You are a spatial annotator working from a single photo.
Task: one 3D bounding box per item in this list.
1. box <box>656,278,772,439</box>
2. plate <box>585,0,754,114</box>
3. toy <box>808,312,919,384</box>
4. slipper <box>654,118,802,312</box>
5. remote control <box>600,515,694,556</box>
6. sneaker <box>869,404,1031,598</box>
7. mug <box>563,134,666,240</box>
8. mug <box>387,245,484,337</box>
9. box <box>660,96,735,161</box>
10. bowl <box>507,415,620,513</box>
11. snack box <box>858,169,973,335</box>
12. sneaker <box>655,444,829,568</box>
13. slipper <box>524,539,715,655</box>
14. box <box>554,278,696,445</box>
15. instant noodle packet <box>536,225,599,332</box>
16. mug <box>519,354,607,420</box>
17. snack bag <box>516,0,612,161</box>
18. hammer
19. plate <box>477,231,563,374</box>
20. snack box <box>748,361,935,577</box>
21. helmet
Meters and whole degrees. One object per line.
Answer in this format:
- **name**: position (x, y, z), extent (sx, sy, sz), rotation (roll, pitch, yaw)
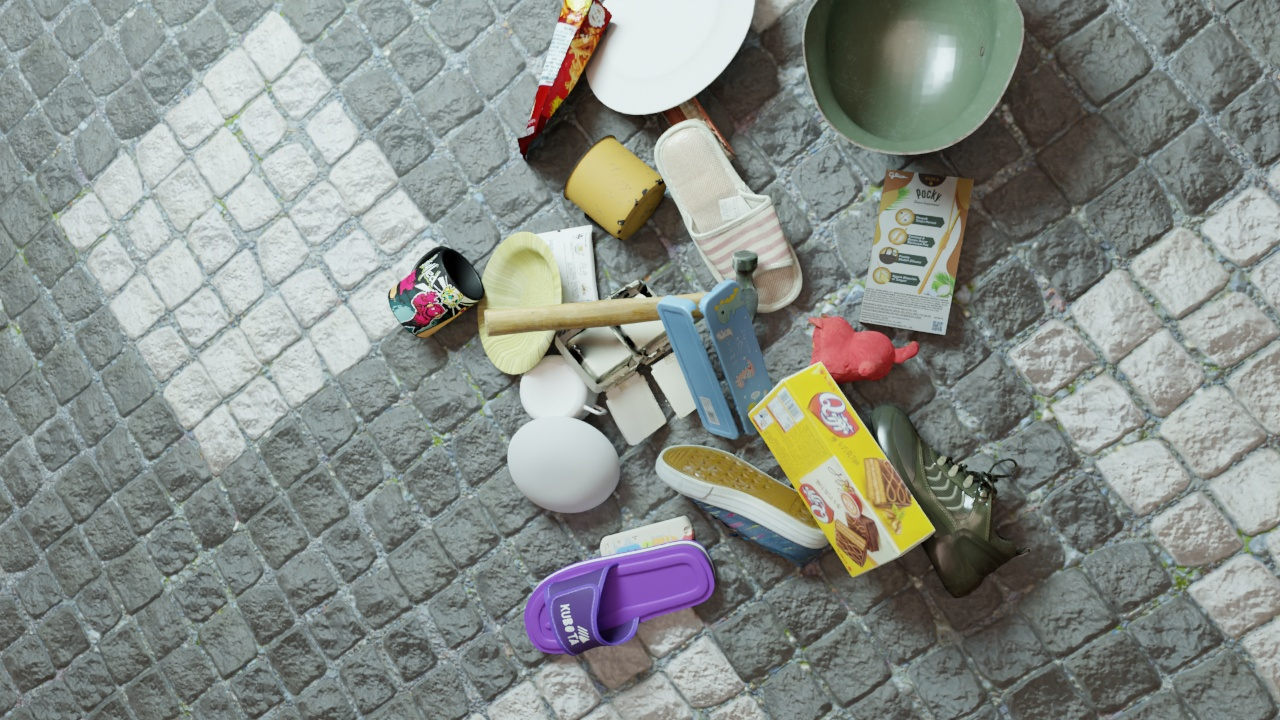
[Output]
- **box**: position (0.096, -0.003, 1.120), extent (0.085, 0.073, 0.209), rotation (-35, 124, -20)
- **plate**: position (0.028, -0.420, 1.145), extent (0.243, 0.016, 0.242), rotation (-11, 68, 29)
- **toy**: position (0.265, -0.020, 1.100), extent (0.133, 0.088, 0.094), rotation (-8, 85, 14)
- **slipper**: position (0.109, -0.174, 1.126), extent (0.115, 0.052, 0.263), rotation (-31, 98, 19)
- **remote control**: position (0.008, 0.236, 1.199), extent (0.126, 0.018, 0.038), rotation (-17, 86, 12)
- **sneaker**: position (0.371, 0.143, 1.066), extent (0.143, 0.101, 0.238), rotation (-28, 84, 11)
- **mug**: position (-0.034, -0.210, 1.176), extent (0.094, 0.100, 0.124), rotation (40, 140, 9)
- **mug**: position (-0.278, -0.104, 1.243), extent (0.098, 0.082, 0.118), rotation (-33, 50, 19)
- **box**: position (0.054, -0.317, 1.170), extent (0.071, 0.056, 0.187), rotation (-42, 77, 43)
- **bowl**: position (-0.103, 0.144, 1.180), extent (0.149, 0.043, 0.150), rotation (5, 121, 7)
- **snack box**: position (0.332, -0.130, 1.109), extent (0.101, 0.031, 0.186), rotation (10, 92, 14)
- **sneaker**: position (0.125, 0.182, 1.148), extent (0.235, 0.087, 0.079), rotation (24, 120, 11)
- **slipper**: position (-0.036, 0.311, 1.165), extent (0.267, 0.084, 0.107), rotation (-21, 99, 12)
- **box**: position (-0.007, 0.004, 1.168), extent (0.144, 0.058, 0.187), rotation (-33, 88, -22)
- **instant noodle packet**: position (-0.099, -0.107, 1.222), extent (0.087, 0.026, 0.134), rotation (-7, 88, 14)
- **mug**: position (-0.097, 0.044, 1.200), extent (0.115, 0.068, 0.094), rotation (27, 96, 13)
- **snack bag**: position (-0.114, -0.362, 1.177), extent (0.066, 0.139, 0.208), rotation (26, 91, -13)
- **hammer**: position (-0.021, -0.057, 1.113), extent (0.330, 0.033, 0.132), rotation (-5, 122, -5)
- **plate**: position (-0.147, -0.074, 1.204), extent (0.185, 0.036, 0.184), rotation (-5, 83, 47)
- **snack box**: position (0.227, 0.127, 1.064), extent (0.061, 0.110, 0.230), rotation (-25, 74, -27)
- **helmet**: position (0.307, -0.362, 1.053), extent (0.227, 0.153, 0.268), rotation (6, 96, 13)
